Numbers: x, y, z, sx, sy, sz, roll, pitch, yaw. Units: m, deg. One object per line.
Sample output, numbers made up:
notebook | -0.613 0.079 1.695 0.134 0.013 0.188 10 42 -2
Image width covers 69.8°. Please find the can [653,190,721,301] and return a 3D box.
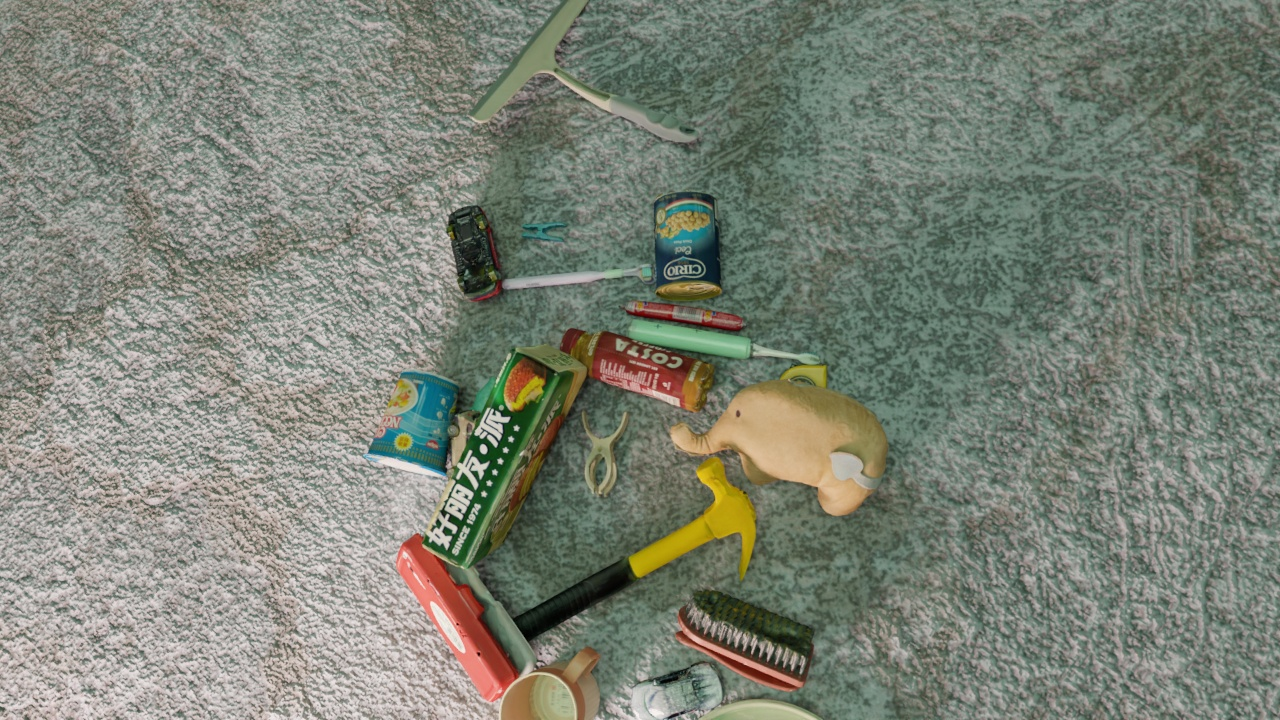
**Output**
can | 0.053 -0.130 1.045 0.075 0.075 0.111 -4 79 11

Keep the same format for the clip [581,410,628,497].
clip | -0.039 0.106 1.047 0.064 0.034 0.098 2 72 13

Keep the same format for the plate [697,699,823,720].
plate | 0.129 0.468 0.947 0.230 0.027 0.230 -2 80 12

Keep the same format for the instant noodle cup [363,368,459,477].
instant noodle cup | -0.259 0.072 1.072 0.099 0.099 0.109 8 74 13

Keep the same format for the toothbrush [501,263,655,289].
toothbrush | -0.077 -0.097 1.096 0.189 0.029 0.021 -3 39 13

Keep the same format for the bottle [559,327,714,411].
bottle | -0.006 0.006 1.042 0.175 0.057 0.057 18 84 14

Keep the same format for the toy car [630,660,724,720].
toy car | 0.038 0.359 0.984 0.106 0.031 0.049 -21 76 9

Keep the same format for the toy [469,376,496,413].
toy | -0.168 0.080 1.079 0.092 0.030 0.096 36 98 17

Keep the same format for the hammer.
hammer | -0.008 0.228 1.002 0.301 0.032 0.129 -30 97 11

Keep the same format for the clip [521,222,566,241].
clip | -0.118 -0.157 1.118 0.056 0.014 0.041 5 81 11

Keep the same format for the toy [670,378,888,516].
toy | 0.148 0.080 0.973 0.226 0.082 0.144 18 113 14

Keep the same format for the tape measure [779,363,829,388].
tape measure | 0.179 0.033 1.011 0.057 0.029 0.060 0 92 12

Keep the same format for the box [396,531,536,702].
box | -0.195 0.280 1.031 0.067 0.091 0.201 -28 70 -36

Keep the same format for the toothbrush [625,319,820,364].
toothbrush | 0.092 -0.018 1.041 0.225 0.027 0.026 10 115 14

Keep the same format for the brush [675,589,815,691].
brush | 0.107 0.296 0.966 0.146 0.063 0.069 19 117 12

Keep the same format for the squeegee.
squeegee | -0.037 -0.320 1.118 0.246 0.039 0.246 30 70 9

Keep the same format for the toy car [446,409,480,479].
toy car | -0.198 0.103 1.055 0.035 0.042 0.090 8 99 22

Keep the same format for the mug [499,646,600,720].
mug | -0.084 0.353 0.972 0.082 0.106 0.114 35 88 15

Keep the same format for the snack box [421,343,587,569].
snack box | -0.146 0.101 1.001 0.063 0.114 0.240 28 98 9

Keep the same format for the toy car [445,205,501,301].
toy car | -0.198 -0.128 1.113 0.053 0.045 0.120 -16 72 11

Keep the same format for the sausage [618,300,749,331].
sausage | 0.049 -0.053 1.061 0.156 0.020 0.020 9 82 13
